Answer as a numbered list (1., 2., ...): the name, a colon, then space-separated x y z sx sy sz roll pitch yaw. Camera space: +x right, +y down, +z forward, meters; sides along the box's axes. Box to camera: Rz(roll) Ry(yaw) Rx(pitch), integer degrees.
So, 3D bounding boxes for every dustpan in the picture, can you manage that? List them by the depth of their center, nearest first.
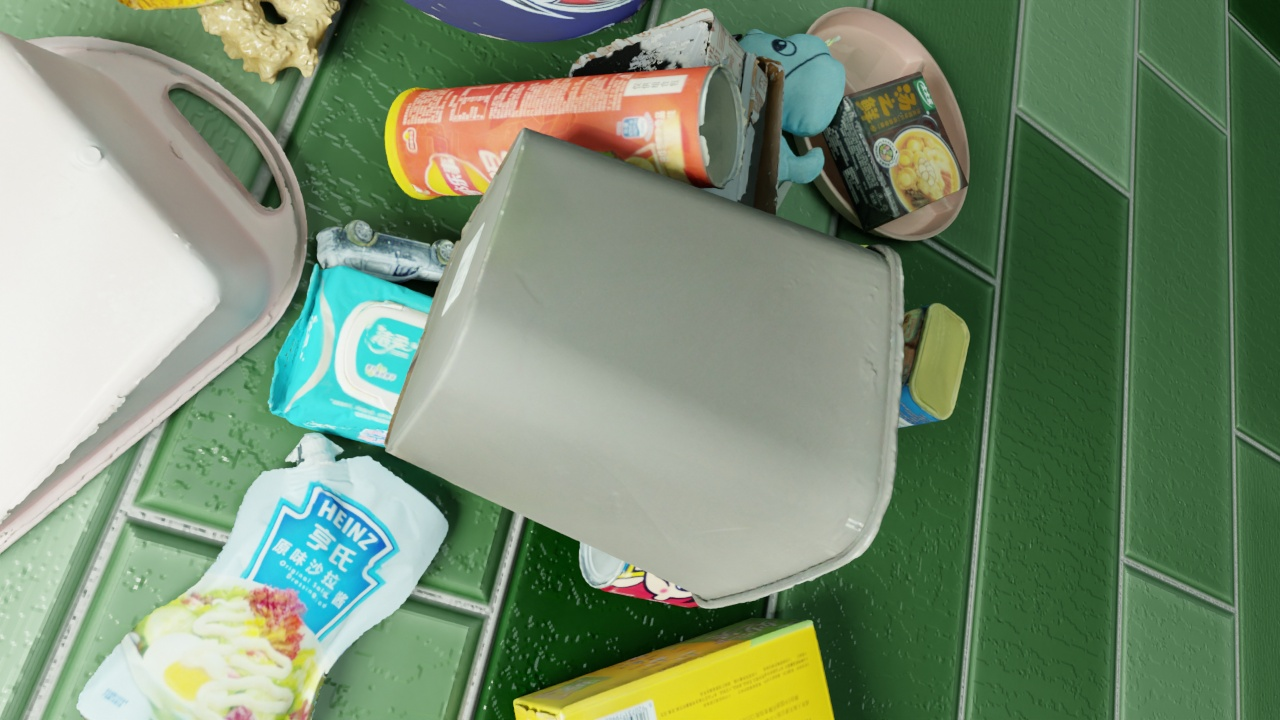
1. dustpan: -0.321 -0.049 0.489 0.273 0.139 0.222 -37 101 -5

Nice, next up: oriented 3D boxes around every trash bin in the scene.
1. trash bin: -0.003 0.003 0.509 0.219 0.200 0.198 23 58 -17

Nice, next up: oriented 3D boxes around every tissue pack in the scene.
1. tissue pack: -0.150 0.004 0.558 0.133 0.050 0.093 18 70 -27

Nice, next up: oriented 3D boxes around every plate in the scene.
1. plate: 0.225 -0.220 0.865 0.229 0.028 0.229 8 75 -32

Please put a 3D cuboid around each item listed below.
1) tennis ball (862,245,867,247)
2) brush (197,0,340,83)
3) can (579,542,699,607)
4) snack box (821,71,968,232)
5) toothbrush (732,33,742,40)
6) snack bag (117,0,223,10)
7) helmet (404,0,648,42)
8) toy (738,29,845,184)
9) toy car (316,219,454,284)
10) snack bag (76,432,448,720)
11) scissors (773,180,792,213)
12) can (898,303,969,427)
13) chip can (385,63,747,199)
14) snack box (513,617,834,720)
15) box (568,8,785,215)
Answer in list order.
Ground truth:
1. tennis ball: 0.187 -0.066 0.780 0.065 0.066 0.065 8 74 -31
2. brush: -0.289 -0.271 0.549 0.254 0.046 0.083 42 64 -13
3. can: 0.015 0.130 0.623 0.093 0.067 0.066 19 69 -28
4. snack box: 0.229 -0.188 0.817 0.125 0.053 0.113 -26 94 -29
5. toothbrush: 0.018 -0.251 0.750 0.188 0.014 0.016 -27 81 -34
6. snack bag: -0.294 -0.297 0.500 0.128 0.073 0.208 -25 81 -31
7. helmet: -0.066 -0.325 0.581 0.315 0.247 0.240 11 100 -33
8. toy: 0.114 -0.215 0.762 0.156 0.050 0.161 -32 64 -9
9. toy car: -0.157 -0.064 0.576 0.090 0.043 0.034 8 80 -32
10. snack bag: -0.197 0.135 0.507 0.110 0.039 0.190 38 60 -9
11. scissors: 0.100 -0.098 0.765 0.162 0.012 0.175 50 57 -10
12. can: 0.222 0.007 0.774 0.057 0.083 0.101 32 63 -23
13. chip can: -0.049 -0.137 0.558 0.073 0.217 0.073 3 90 -65
14. snack box: 0.034 0.272 0.599 0.209 0.070 0.157 -7 82 -34
15. box: 0.036 -0.126 0.657 0.148 0.147 0.181 32 61 -48
